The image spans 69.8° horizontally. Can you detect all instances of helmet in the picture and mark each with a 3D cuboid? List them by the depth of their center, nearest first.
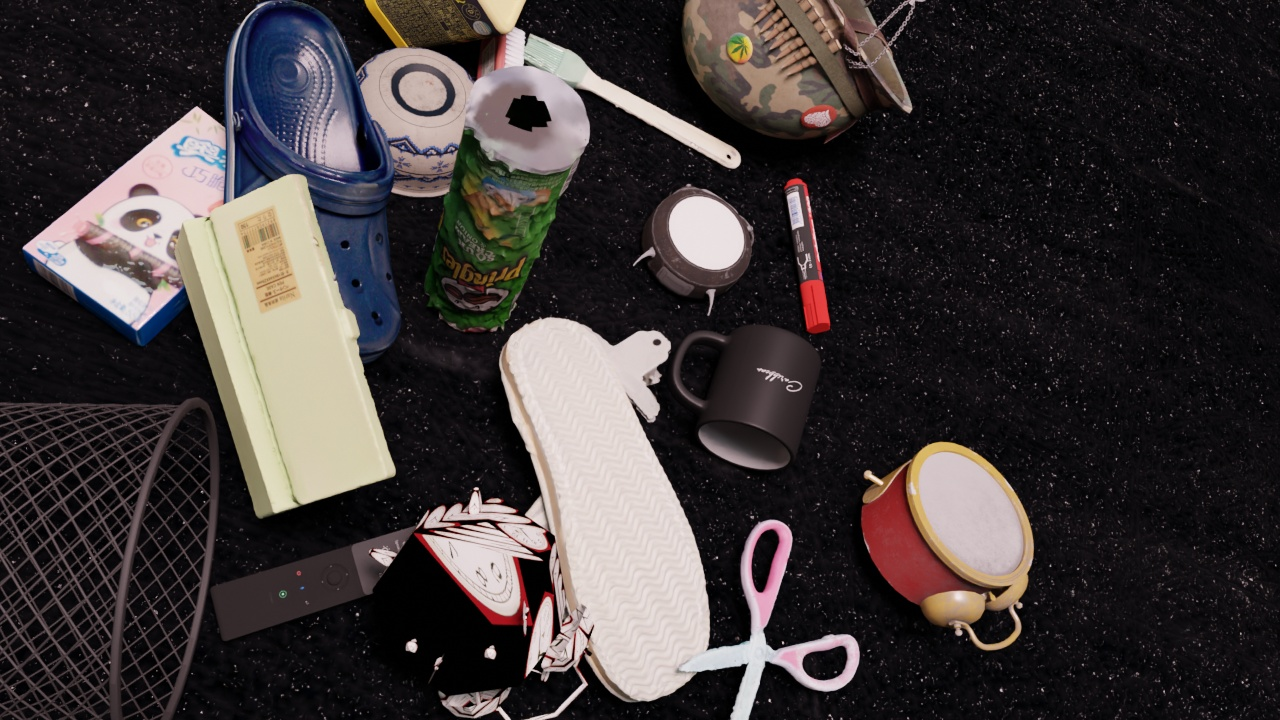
[{"bbox_3d":[0.157,-0.299,0.782,0.224,0.237,0.192,42,26,10],"label":"helmet"}]

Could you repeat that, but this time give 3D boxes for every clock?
[{"bbox_3d":[-0.093,0.163,0.564,0.115,0.065,0.154,-31,99,6],"label":"clock"},{"bbox_3d":[0.240,0.149,0.717,0.116,0.081,0.158,-8,62,-36],"label":"clock"},{"bbox_3d":[0.050,-0.102,0.766,0.091,0.044,0.122,33,61,-6],"label":"clock"}]

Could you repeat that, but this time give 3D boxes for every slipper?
[{"bbox_3d":[-0.218,-0.121,0.610,0.104,0.095,0.252,-9,88,-43],"label":"slipper"},{"bbox_3d":[-0.031,0.100,0.647,0.114,0.054,0.272,-13,79,-29],"label":"slipper"}]

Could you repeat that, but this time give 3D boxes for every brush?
[{"bbox_3d":[-0.117,-0.283,0.781,0.030,0.041,0.172,16,61,-35],"label":"brush"},{"bbox_3d":[-0.005,-0.226,0.814,0.217,0.012,0.033,25,62,-12],"label":"brush"}]

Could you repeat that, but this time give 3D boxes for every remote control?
[{"bbox_3d":[-0.192,0.139,0.590,0.149,0.013,0.034,-14,75,-26],"label":"remote control"}]

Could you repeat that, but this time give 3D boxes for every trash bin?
[{"bbox_3d":[-0.345,0.100,0.459,0.210,0.184,0.183,6,67,-13],"label":"trash bin"}]

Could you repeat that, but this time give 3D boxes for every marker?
[{"bbox_3d":[0.147,-0.095,0.814,0.021,0.024,0.144,0,69,-14],"label":"marker"}]

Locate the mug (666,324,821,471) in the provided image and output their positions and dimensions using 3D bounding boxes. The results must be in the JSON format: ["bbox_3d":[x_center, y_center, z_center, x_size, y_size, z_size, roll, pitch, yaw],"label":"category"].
[{"bbox_3d":[0.076,0.022,0.708,0.113,0.078,0.087,25,62,-6],"label":"mug"}]

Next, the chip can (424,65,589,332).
[{"bbox_3d":[-0.094,-0.095,0.602,0.075,0.224,0.075,7,65,-16],"label":"chip can"}]

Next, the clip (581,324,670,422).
[{"bbox_3d":[-0.005,0.005,0.705,0.054,0.041,0.101,-25,60,-31],"label":"clip"}]

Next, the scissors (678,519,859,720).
[{"bbox_3d":[0.101,0.206,0.660,0.168,0.014,0.170,37,52,-20],"label":"scissors"}]

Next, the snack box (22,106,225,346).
[{"bbox_3d":[-0.319,-0.093,0.623,0.088,0.033,0.153,37,61,-6],"label":"snack box"}]

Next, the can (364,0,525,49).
[{"bbox_3d":[-0.142,-0.316,0.732,0.101,0.072,0.130,1,60,28],"label":"can"}]

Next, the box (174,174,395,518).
[{"bbox_3d":[-0.225,-0.002,0.553,0.048,0.141,0.187,-15,88,-57],"label":"box"}]

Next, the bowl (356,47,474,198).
[{"bbox_3d":[-0.171,-0.190,0.705,0.115,0.059,0.115,8,67,-19],"label":"bowl"}]
